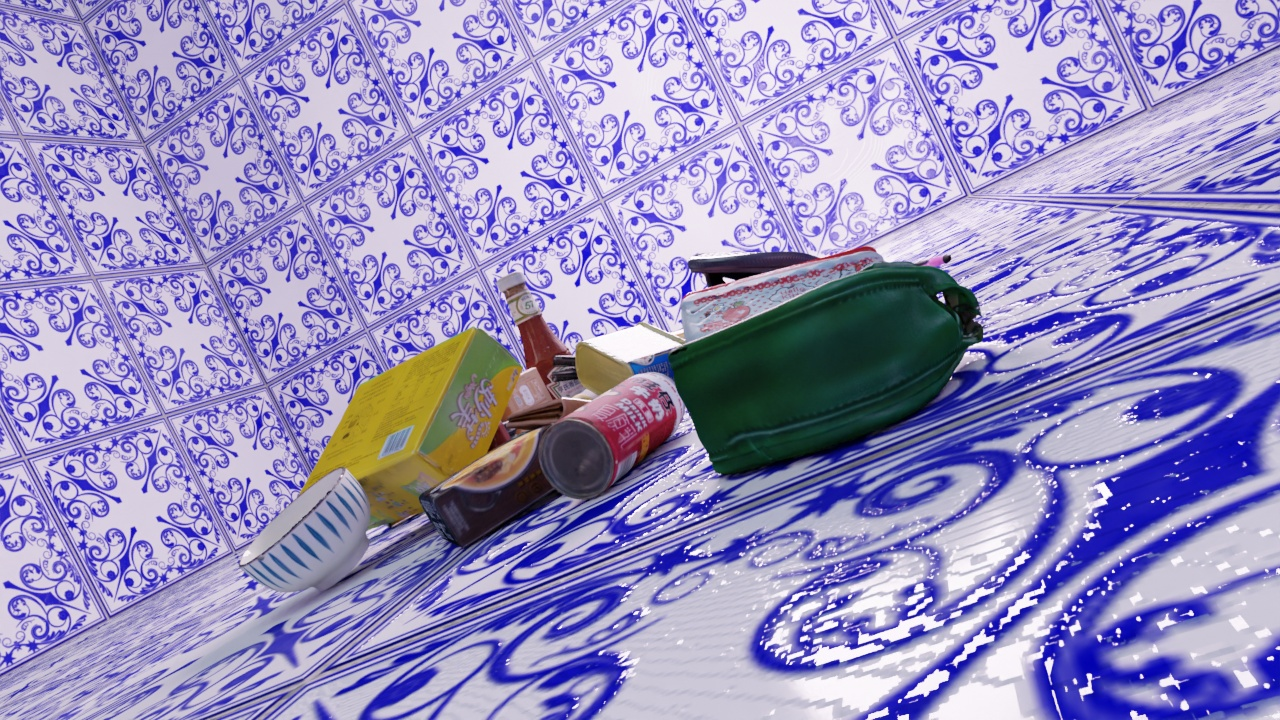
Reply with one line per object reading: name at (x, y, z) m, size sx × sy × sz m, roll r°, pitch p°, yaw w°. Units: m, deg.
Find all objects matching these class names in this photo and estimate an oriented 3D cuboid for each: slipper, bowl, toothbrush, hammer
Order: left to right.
bowl at (-0.277, 0.155, 0.790) m, size 0.116 × 0.066 × 0.116 m, roll -36°, pitch 16°, yaw 12°
hammer at (-0.065, 0.050, 0.924) m, size 0.126 × 0.032 × 0.322 m, roll 12°, pitch 17°, yaw 10°
slipper at (0.167, -0.076, 1.030) m, size 0.267 × 0.083 × 0.111 m, roll 2°, pitch 1°, yaw -43°
toothbrush at (0.308, -0.104, 1.046) m, size 0.017 × 0.014 × 0.189 m, roll -14°, pitch 0°, yaw -11°

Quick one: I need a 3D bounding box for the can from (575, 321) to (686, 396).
can at (-0.006, 0.005, 0.932) m, size 0.083 × 0.057 × 0.102 m, roll -17°, pitch 29°, yaw -36°

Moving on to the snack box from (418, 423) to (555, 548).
snack box at (-0.098, 0.092, 0.699) m, size 0.125 × 0.053 × 0.113 m, roll -32°, pitch 4°, yaw -20°

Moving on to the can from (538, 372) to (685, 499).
can at (-0.015, 0.047, 0.630) m, size 0.053 × 0.053 × 0.132 m, roll -25°, pitch 2°, yaw 27°

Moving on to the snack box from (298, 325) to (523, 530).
snack box at (-0.225, 0.072, 0.892) m, size 0.211 × 0.070 × 0.157 m, roll -23°, pitch 37°, yaw 38°

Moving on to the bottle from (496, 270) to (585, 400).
bottle at (-0.112, -0.008, 1.087) m, size 0.060 × 0.206 × 0.060 m, roll -25°, pitch 2°, yaw 1°

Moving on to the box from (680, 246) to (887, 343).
box at (0.138, -0.059, 0.880) m, size 0.201 × 0.074 × 0.154 m, roll -14°, pitch 5°, yaw 5°

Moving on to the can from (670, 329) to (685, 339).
can at (0.003, 0.005, 1.123) m, size 0.146 × 0.058 × 0.058 m, roll -15°, pitch 3°, yaw 2°

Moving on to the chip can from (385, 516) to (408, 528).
chip can at (-0.224, 0.121, 1.115) m, size 0.213 × 0.072 × 0.072 m, roll -27°, pitch 2°, yaw -23°

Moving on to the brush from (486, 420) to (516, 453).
brush at (-0.178, 0.113, 0.908) m, size 0.146 × 0.063 × 0.069 m, roll -26°, pitch 4°, yaw 31°

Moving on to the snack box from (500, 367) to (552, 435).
snack box at (-0.141, 0.072, 0.991) m, size 0.077 × 0.094 × 0.092 m, roll -26°, pitch 2°, yaw 22°

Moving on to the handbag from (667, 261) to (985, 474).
handbag at (0.089, 0.002, 0.449) m, size 0.120 × 0.068 × 0.132 m, roll -18°, pitch -5°, yaw -39°

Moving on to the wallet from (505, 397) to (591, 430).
wallet at (-0.043, 0.049, 0.746) m, size 0.101 × 0.020 × 0.115 m, roll 7°, pitch -12°, yaw -31°
